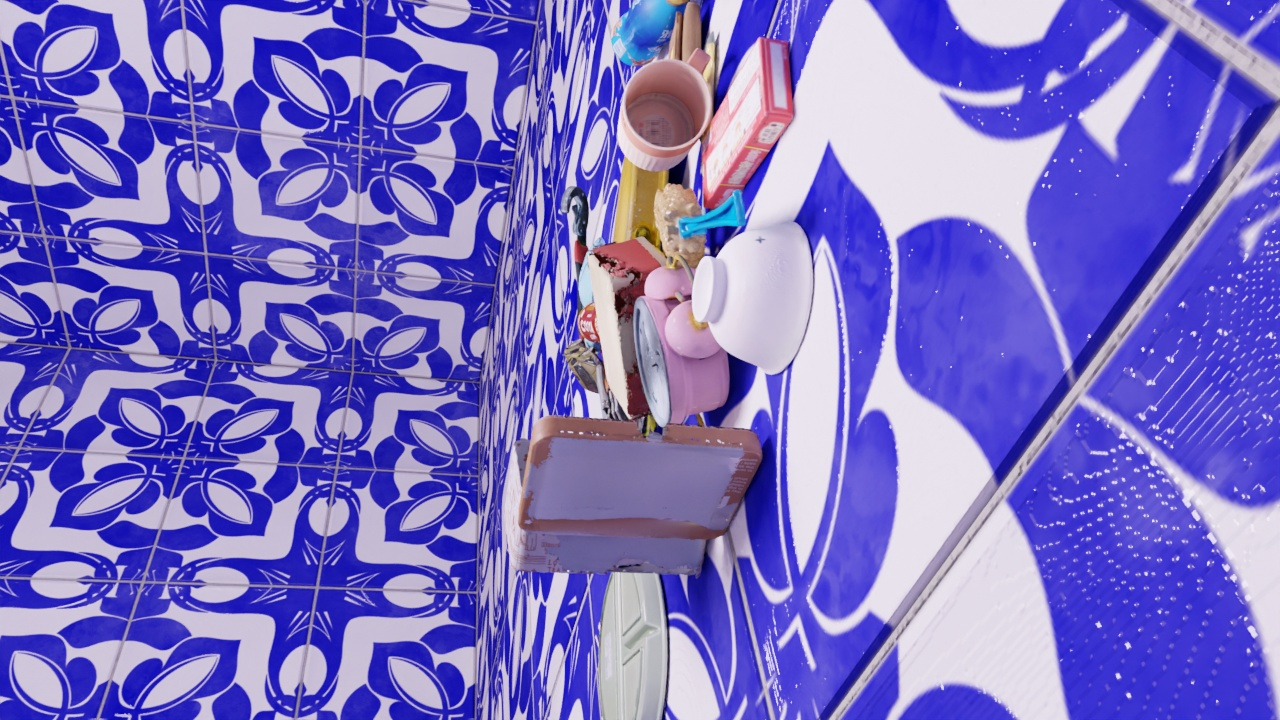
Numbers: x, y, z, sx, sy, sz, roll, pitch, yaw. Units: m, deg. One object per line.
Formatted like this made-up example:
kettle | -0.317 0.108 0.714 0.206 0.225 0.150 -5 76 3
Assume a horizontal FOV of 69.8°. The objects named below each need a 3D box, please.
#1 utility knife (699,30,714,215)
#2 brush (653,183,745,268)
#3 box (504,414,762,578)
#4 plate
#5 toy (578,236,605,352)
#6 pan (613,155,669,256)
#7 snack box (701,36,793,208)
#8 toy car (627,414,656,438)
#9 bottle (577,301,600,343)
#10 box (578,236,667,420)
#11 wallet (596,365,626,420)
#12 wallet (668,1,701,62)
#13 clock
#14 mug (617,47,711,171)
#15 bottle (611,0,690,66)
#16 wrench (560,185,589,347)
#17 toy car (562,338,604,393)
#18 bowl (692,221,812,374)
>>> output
utility knife | 0.068 -0.231 0.915 0.031 0.021 0.204 115 153 -77
brush | 0.052 -0.118 0.776 0.255 0.046 0.083 -159 60 -79
box | -0.020 0.119 0.788 0.271 0.179 0.134 133 140 -70
plate | -0.013 0.319 1.000 0.230 0.027 0.230 -175 91 -77
toy | -0.064 -0.097 1.314 0.157 0.050 0.161 99 174 -52
pan | 0.020 -0.124 0.999 0.356 0.078 0.198 -95 12 -58
snack box | 0.088 -0.198 0.788 0.153 0.025 0.075 127 145 -65
toy car | 0.004 0.061 1.010 0.105 0.032 0.048 -160 76 -82
bottle | -0.039 -0.049 1.177 0.175 0.057 0.057 -171 86 -76
box | -0.011 -0.028 0.907 0.091 0.076 0.168 -127 25 -54
wallet | -0.029 0.067 1.119 0.129 0.037 0.107 -106 9 -61
wallet | 0.046 -0.311 0.986 0.090 0.033 0.115 114 161 -69
clock | 0.035 -0.018 0.798 0.117 0.059 0.159 -113 15 -49
mug | 0.028 -0.245 0.886 0.114 0.081 0.106 -58 4 -3
bottle | 0.018 -0.400 1.066 0.219 0.065 0.065 -170 85 -76
wrench | -0.087 -0.133 1.352 0.056 0.016 0.274 -48 -34 -42
toy car | -0.070 0.012 1.252 0.070 0.042 0.158 57 170 -13
bowl | 0.077 -0.050 0.697 0.118 0.064 0.118 -176 91 -76
